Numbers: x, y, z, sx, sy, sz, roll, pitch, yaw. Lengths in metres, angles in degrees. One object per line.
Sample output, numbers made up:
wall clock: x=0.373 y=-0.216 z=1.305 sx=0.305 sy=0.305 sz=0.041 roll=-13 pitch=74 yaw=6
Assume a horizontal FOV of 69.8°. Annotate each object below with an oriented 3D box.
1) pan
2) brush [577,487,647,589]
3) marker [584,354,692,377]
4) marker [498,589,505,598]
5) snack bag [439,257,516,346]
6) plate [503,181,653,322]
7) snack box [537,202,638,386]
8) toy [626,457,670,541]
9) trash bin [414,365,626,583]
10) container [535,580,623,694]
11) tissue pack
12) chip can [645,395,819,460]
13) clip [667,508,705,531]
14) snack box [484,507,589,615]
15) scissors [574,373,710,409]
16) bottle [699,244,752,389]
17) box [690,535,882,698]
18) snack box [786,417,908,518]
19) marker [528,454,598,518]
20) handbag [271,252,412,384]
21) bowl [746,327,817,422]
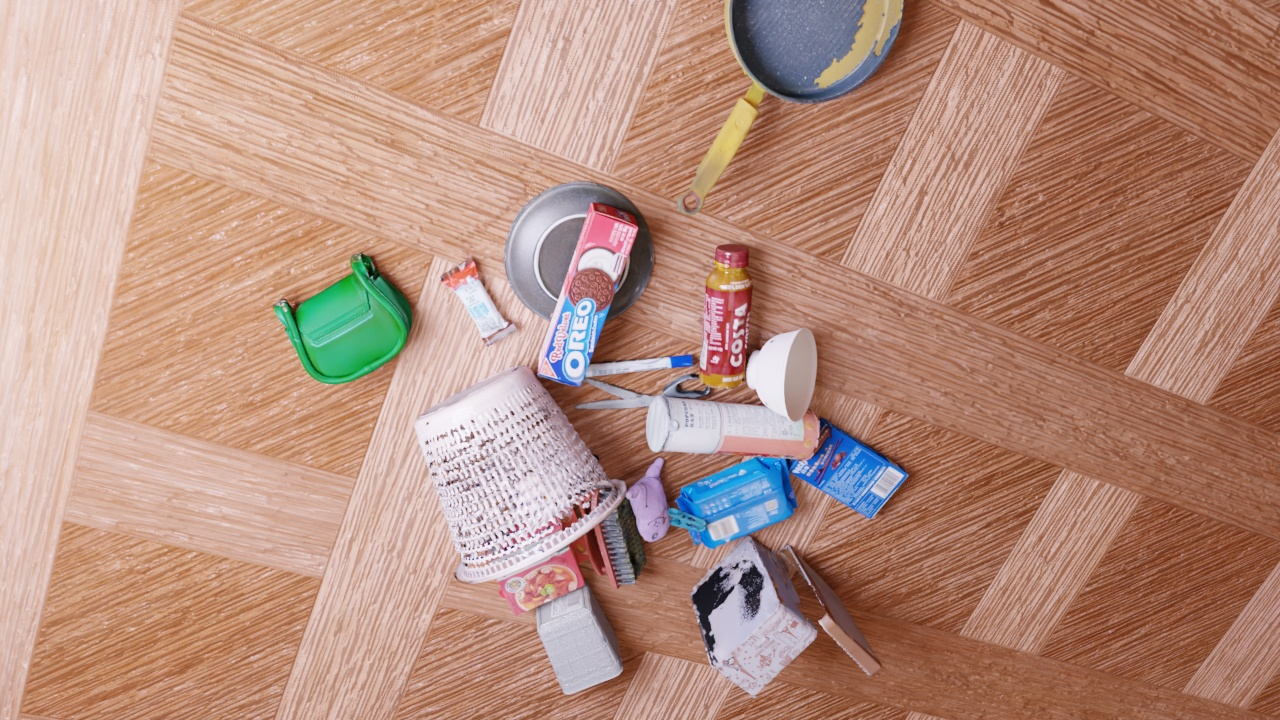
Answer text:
pan: x=0.145 y=-0.315 z=1.005 sx=0.197 sy=0.078 sz=0.358 roll=31 pitch=105 yaw=-20
brush: x=-0.043 y=0.230 z=1.224 sx=0.069 sy=0.063 sz=0.146 roll=-3 pitch=117 yaw=24
marker: x=-0.007 y=0.007 z=1.153 sx=0.145 sy=0.017 sz=0.017 roll=-6 pitch=114 yaw=-7
marker: x=-0.150 y=0.263 z=1.240 sx=0.017 sy=0.017 sz=0.145 roll=27 pitch=106 yaw=-20
snack bag: x=-0.191 y=-0.067 z=1.083 sx=0.048 sy=0.026 sz=0.104 roll=-28 pitch=116 yaw=10
plate: x=-0.070 y=-0.120 z=1.083 sx=0.179 sy=0.024 sz=0.180 roll=-4 pitch=114 yaw=-9
snack box: x=-0.063 y=-0.074 z=1.060 sx=0.057 sy=0.058 sz=0.208 roll=17 pitch=110 yaw=-12
toy: x=0.015 y=0.191 z=1.219 sx=0.083 sy=0.039 sz=0.108 roll=-44 pitch=130 yaw=-39
trash bin: x=-0.157 y=0.120 z=1.078 sx=0.227 sy=0.227 sz=0.192 roll=-26 pitch=97 yaw=2
container: x=-0.088 y=0.377 z=1.263 sx=0.090 sy=0.090 sz=0.114 roll=-22 pitch=112 yaw=-1
tissue pack: x=0.132 y=0.189 z=1.237 sx=0.157 sy=0.052 sz=0.095 roll=-22 pitch=117 yaw=0
chip can: x=0.119 y=0.087 z=1.169 sx=0.214 sy=0.071 sz=0.071 roll=5 pitch=112 yaw=-19
clip: x=0.062 y=0.213 z=1.212 sx=0.057 sy=0.015 sz=0.049 roll=12 pitch=131 yaw=30
snack box: x=-0.129 y=0.262 z=1.208 sx=0.127 sy=0.044 sz=0.113 roll=-24 pitch=125 yaw=-8
scissors: x=0.011 y=0.052 z=1.180 sx=0.170 sy=0.014 sz=0.159 roll=-34 pitch=113 yaw=7
bottle: x=0.105 y=-0.053 z=1.124 sx=0.057 sy=0.057 sz=0.175 roll=-1 pitch=114 yaw=-10
box: x=0.199 y=0.364 z=1.259 sx=0.193 sy=0.183 sz=0.157 roll=41 pitch=102 yaw=-20
snack box: x=0.283 y=0.149 z=1.260 sx=0.157 sy=0.026 sz=0.085 roll=31 pitch=105 yaw=-21
marker: x=-0.104 y=0.165 z=1.207 sx=0.124 sy=0.015 sz=0.018 roll=-39 pitch=112 yaw=5
handbag: x=-0.335 y=-0.044 z=1.045 sx=0.131 sy=0.068 sz=0.120 roll=-31 pitch=114 yaw=4
bowl: x=0.172 y=0.014 z=1.154 sx=0.065 sy=0.118 sz=0.118 roll=8 pitch=118 yaw=30
